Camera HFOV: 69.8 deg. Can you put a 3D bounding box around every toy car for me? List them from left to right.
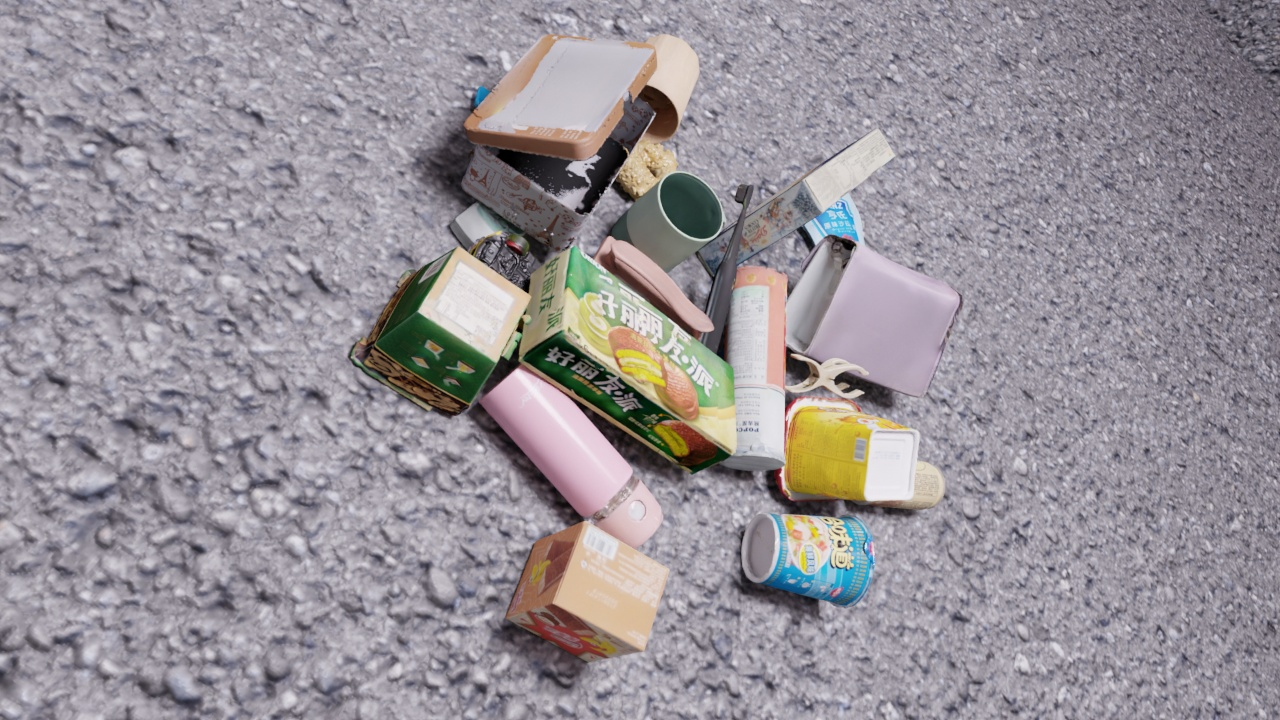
[{"bbox_3d":[-0.106,-0.059,0.897,0.156,0.041,0.071,42,53,-29],"label":"toy car"}]

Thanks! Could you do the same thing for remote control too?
[{"bbox_3d":[-0.133,-0.153,0.937,0.056,0.019,0.134,48,51,-8],"label":"remote control"}]

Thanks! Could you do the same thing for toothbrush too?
[{"bbox_3d":[0.090,-0.088,0.995,0.026,0.027,0.212,12,93,-63],"label":"toothbrush"}]

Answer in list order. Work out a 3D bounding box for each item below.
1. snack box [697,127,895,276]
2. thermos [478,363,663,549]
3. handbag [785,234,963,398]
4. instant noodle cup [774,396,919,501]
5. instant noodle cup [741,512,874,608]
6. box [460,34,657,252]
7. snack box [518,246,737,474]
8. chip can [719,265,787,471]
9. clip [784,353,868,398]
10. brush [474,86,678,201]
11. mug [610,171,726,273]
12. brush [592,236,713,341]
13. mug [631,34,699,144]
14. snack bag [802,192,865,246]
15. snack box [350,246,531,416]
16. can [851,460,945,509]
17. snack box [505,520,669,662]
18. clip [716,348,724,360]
[{"bbox_3d":[0.179,-0.181,1.060,0.177,0.183,0.046,-38,96,-40],"label":"snack box"},{"bbox_3d":[-0.067,0.096,0.845,0.087,0.067,0.198,-42,98,-24],"label":"thermos"},{"bbox_3d":[0.275,-0.053,1.098,0.196,0.145,0.098,18,18,-29],"label":"handbag"},{"bbox_3d":[0.224,0.102,0.984,0.116,0.124,0.116,5,91,-34],"label":"instant noodle cup"},{"bbox_3d":[0.167,0.199,0.946,0.110,0.099,0.099,13,62,-21],"label":"instant noodle cup"},{"bbox_3d":[-0.071,-0.237,0.892,0.148,0.158,0.181,34,57,-9],"label":"box"},{"bbox_3d":[-0.005,0.005,0.884,0.240,0.063,0.114,36,39,-31],"label":"snack box"},{"bbox_3d":[0.123,0.007,0.994,0.071,0.071,0.214,15,68,-29],"label":"chip can"},{"bbox_3d":[0.207,0.008,1.019,0.103,0.034,0.076,17,98,-30],"label":"clip"},{"bbox_3d":[-0.064,-0.241,1.017,0.254,0.046,0.083,18,64,-23],"label":"brush"},{"bbox_3d":[0.036,-0.143,0.992,0.111,0.107,0.082,-7,73,-36],"label":"mug"},{"bbox_3d":[0.008,-0.065,0.962,0.145,0.073,0.063,39,52,-17],"label":"brush"},{"bbox_3d":[0.000,-0.325,1.078,0.124,0.084,0.103,19,55,4],"label":"mug"},{"bbox_3d":[0.260,-0.152,1.200,0.110,0.039,0.191,-9,74,-25],"label":"snack bag"},{"bbox_3d":[-0.165,-0.033,0.805,0.117,0.106,0.118,34,53,-17],"label":"snack box"},{"bbox_3d":[0.298,0.144,1.078,0.116,0.059,0.058,10,64,-31],"label":"can"},{"bbox_3d":[-0.046,0.201,0.790,0.092,0.095,0.076,33,54,-19],"label":"snack box"},{"bbox_3d":[0.112,-0.009,1.047,0.056,0.028,0.024,-28,80,-30],"label":"clip"}]
